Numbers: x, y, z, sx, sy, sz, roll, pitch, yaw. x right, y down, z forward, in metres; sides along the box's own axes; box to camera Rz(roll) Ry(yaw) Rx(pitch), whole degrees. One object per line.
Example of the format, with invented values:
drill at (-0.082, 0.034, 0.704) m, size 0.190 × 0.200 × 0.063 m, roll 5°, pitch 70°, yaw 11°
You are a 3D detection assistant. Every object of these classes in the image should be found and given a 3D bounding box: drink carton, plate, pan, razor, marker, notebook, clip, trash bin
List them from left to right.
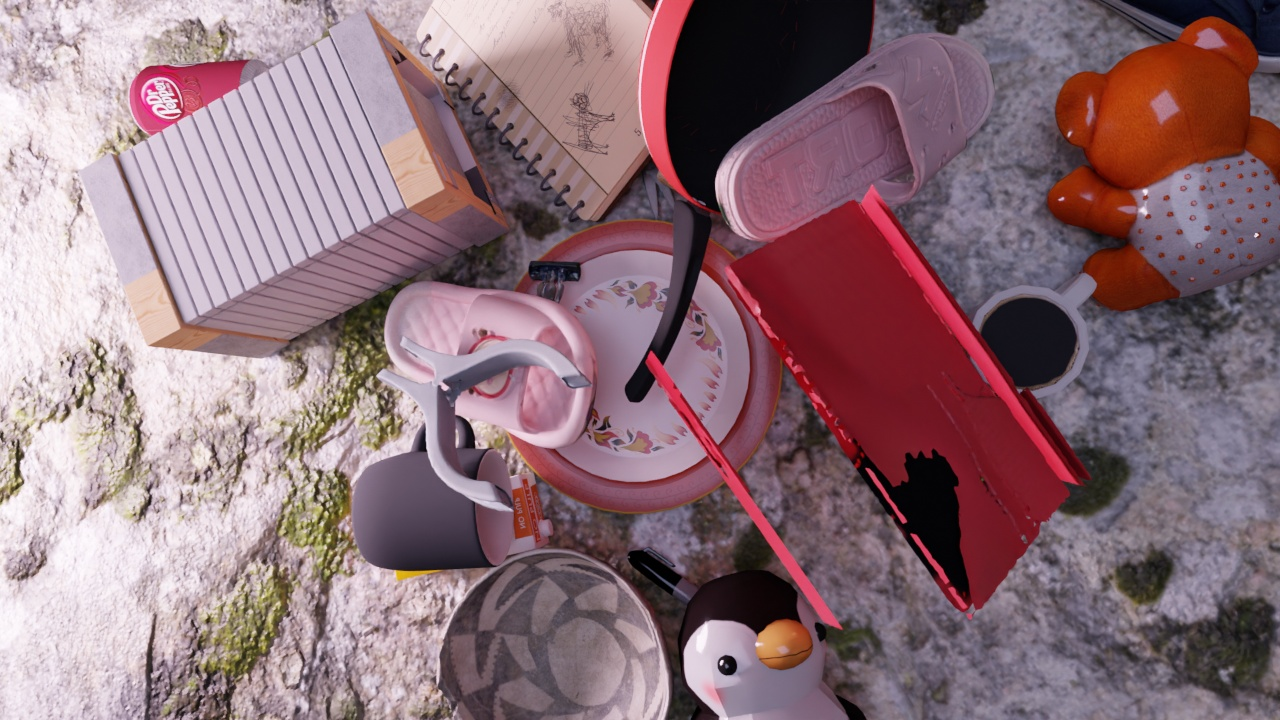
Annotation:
trash bin at (-0.258, -0.123, 0.713) m, size 0.247 × 0.142 × 0.142 m, roll -26°, pitch 83°, yaw 7°
clip at (-0.127, 0.053, 0.625) m, size 0.174 × 0.030 × 0.158 m, roll 6°, pitch 66°, yaw 28°
drink carton at (-0.135, 0.130, 0.729) m, size 0.122 × 0.040 × 0.058 m, roll -14°, pitch 84°, yaw 9°
razor at (-0.071, -0.006, 0.711) m, size 0.043 × 0.022 × 0.144 m, roll 2°, pitch 87°, yaw 11°
notebook at (-0.070, -0.235, 0.712) m, size 0.225 × 0.024 × 0.168 m, roll 49°, pitch 123°, yaw 9°
plate at (-0.005, 0.004, 0.722) m, size 0.230 × 0.021 × 0.229 m, roll -1°, pitch 87°, yaw 10°
marker at (0.050, 0.185, 0.706) m, size 0.138 × 0.016 × 0.022 m, roll 32°, pitch 86°, yaw 9°
pan at (0.052, -0.139, 0.649) m, size 0.067 × 0.208 × 0.357 m, roll 35°, pitch 106°, yaw 36°

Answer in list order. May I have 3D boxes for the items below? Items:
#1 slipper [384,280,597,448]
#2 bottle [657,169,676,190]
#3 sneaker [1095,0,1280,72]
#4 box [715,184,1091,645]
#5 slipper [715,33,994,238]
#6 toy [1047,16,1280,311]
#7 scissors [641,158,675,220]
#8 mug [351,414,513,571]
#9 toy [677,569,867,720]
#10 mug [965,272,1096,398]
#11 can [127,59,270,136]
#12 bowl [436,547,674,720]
slipper at (-0.120, -0.006, 0.699) m, size 0.222 × 0.055 × 0.107 m, roll 20°, pitch 100°, yaw 33°
bottle at (0.057, -0.210, 0.705) m, size 0.060 × 0.059 × 0.166 m, roll 23°, pitch 92°, yaw 10°
sneaker at (0.385, -0.296, 0.621) m, size 0.294 × 0.127 × 0.121 m, roll 26°, pitch 92°, yaw 8°
box at (0.160, 0.008, 0.543) m, size 0.121 × 0.318 × 0.211 m, roll -34°, pitch 85°, yaw 8°
slipper at (0.162, -0.154, 0.630) m, size 0.239 × 0.064 × 0.094 m, roll -30°, pitch 119°, yaw -17°
toy at (0.369, -0.134, 0.637) m, size 0.164 × 0.092 × 0.172 m, roll -22°, pitch 96°, yaw 11°
scissors at (-0.004, -0.191, 0.735) m, size 0.148 × 0.019 × 0.123 m, roll 35°, pitch 89°, yaw 5°
mug at (-0.150, 0.094, 0.677) m, size 0.094 × 0.085 × 0.121 m, roll -5°, pitch 58°, yaw 9°
toy at (0.079, 0.240, 0.646) m, size 0.158 × 0.140 × 0.184 m, roll -9°, pitch 85°, yaw -29°
mug at (0.271, -0.020, 0.641) m, size 0.105 × 0.089 × 0.073 m, roll -44°, pitch 81°, yaw 5°
can at (-0.366, -0.220, 0.778) m, size 0.114 × 0.063 × 0.063 m, roll 0°, pitch 87°, yaw 10°
bowl at (-0.053, 0.229, 0.687) m, size 0.179 × 0.081 × 0.178 m, roll -2°, pitch 84°, yaw 18°
